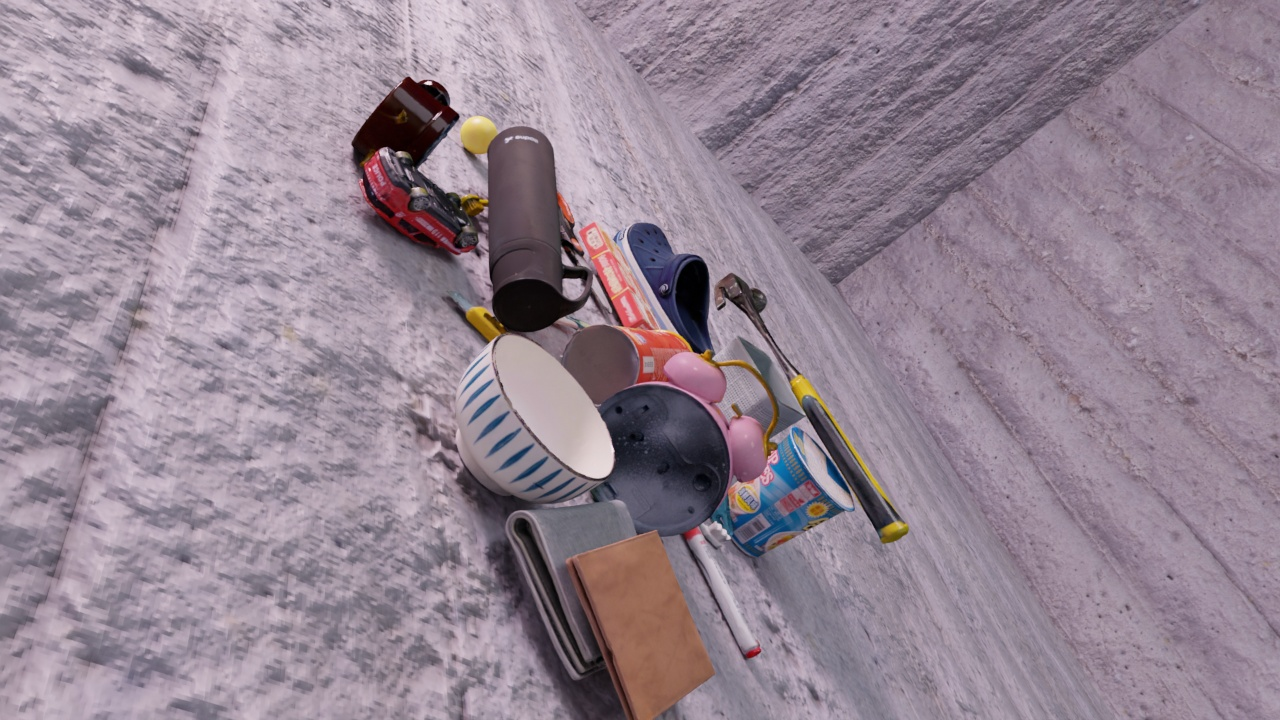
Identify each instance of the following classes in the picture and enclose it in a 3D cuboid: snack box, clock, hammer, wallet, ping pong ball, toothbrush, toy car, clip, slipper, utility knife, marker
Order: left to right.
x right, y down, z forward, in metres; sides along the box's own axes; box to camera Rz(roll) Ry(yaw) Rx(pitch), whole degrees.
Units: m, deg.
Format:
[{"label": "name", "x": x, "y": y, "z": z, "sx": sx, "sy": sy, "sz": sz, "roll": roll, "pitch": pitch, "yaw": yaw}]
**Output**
[{"label": "clock", "x": -0.195, "y": -0.195, "z": 0.773, "sx": 0.055, "sy": 0.082, "sz": 0.121, "roll": 39, "pitch": 22, "yaw": -18}, {"label": "toy car", "x": -0.176, "y": -0.123, "z": 0.735, "sx": 0.120, "sy": 0.045, "sz": 0.053, "roll": 35, "pitch": 25, "yaw": -59}, {"label": "ping pong ball", "x": -0.175, "y": -0.244, "z": 0.993, "sx": 0.040, "sy": 0.040, "sz": 0.040, "roll": 45, "pitch": 18, "yaw": -20}, {"label": "toothbrush", "x": -0.138, "y": -0.157, "z": 0.953, "sx": 0.016, "sy": 0.016, "sz": 0.189, "roll": 57, "pitch": 17, "yaw": 3}, {"label": "utility knife", "x": -0.092, "y": 0.002, "z": 0.745, "sx": 0.176, "sy": 0.015, "sz": 0.033, "roll": 46, "pitch": 15, "yaw": -18}, {"label": "toothbrush", "x": -0.062, "y": -0.031, "z": 0.899, "sx": 0.191, "sy": 0.018, "sz": 0.016, "roll": 22, "pitch": 34, "yaw": -55}, {"label": "wallet", "x": -0.030, "y": 0.142, "z": 0.579, "sx": 0.129, "sy": 0.037, "sz": 0.106, "roll": 14, "pitch": 51, "yaw": -66}, {"label": "snack box", "x": -0.021, "y": -0.086, "z": 1.071, "sx": 0.075, "sy": 0.025, "sz": 0.152, "roll": 41, "pitch": 20, "yaw": -59}, {"label": "wallet", "x": 0.002, "y": 0.157, "z": 0.554, "sx": 0.115, "sy": 0.020, "sz": 0.101, "roll": 8, "pitch": 56, "yaw": -65}, {"label": "toothbrush", "x": 0.019, "y": 0.106, "z": 0.819, "sx": 0.180, "sy": 0.016, "sz": 0.016, "roll": 46, "pitch": 16, "yaw": -17}, {"label": "slipper", "x": 0.041, "y": -0.096, "z": 1.166, "sx": 0.105, "sy": 0.095, "sz": 0.252, "roll": 36, "pitch": 26, "yaw": -48}, {"label": "clock", "x": 0.033, "y": 0.061, "z": 0.704, "sx": 0.117, "sy": 0.159, "sz": 0.059, "roll": 54, "pitch": 20, "yaw": 6}, {"label": "marker", "x": 0.062, "y": 0.182, "z": 0.775, "sx": 0.017, "sy": 0.017, "sz": 0.145, "roll": 26, "pitch": 30, "yaw": -54}, {"label": "clip", "x": 0.076, "y": 0.144, "z": 0.880, "sx": 0.013, "sy": 0.034, "sz": 0.055, "roll": 20, "pitch": 52, "yaw": -58}, {"label": "hammer", "x": 0.168, "y": 0.039, "z": 0.929, "sx": 0.126, "sy": 0.032, "sz": 0.323, "roll": 20, "pitch": 36, "yaw": -60}]

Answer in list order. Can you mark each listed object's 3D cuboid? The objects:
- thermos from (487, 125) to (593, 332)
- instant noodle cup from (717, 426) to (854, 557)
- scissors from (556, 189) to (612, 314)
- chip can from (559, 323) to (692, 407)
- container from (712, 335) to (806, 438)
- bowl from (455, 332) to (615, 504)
[{"label": "thermos", "x": -0.097, "y": -0.125, "z": 0.854, "sx": 0.090, "sy": 0.069, "sz": 0.242, "roll": 6, "pitch": 43, "yaw": -16}, {"label": "instant noodle cup", "x": 0.136, "y": 0.136, "z": 0.901, "sx": 0.099, "sy": 0.110, "sz": 0.099, "roll": 44, "pitch": 19, "yaw": -20}, {"label": "scissors", "x": -0.073, "y": -0.138, "z": 1.073, "sx": 0.235, "sy": 0.022, "sz": 0.139, "roll": 54, "pitch": 16, "yaw": 10}, {"label": "chip can", "x": -0.005, "y": 0.005, "z": 0.841, "sx": 0.073, "sy": 0.073, "sz": 0.216, "roll": 54, "pitch": 12, "yaw": 8}, {"label": "container", "x": 0.098, "y": 0.049, "z": 0.976, "sx": 0.090, "sy": 0.112, "sz": 0.090, "roll": 27, "pitch": 29, "yaw": -54}, {"label": "bowl", "x": -0.078, "y": 0.047, "z": 0.603, "sx": 0.116, "sy": 0.066, "sz": 0.116, "roll": 46, "pitch": 18, "yaw": -21}]
